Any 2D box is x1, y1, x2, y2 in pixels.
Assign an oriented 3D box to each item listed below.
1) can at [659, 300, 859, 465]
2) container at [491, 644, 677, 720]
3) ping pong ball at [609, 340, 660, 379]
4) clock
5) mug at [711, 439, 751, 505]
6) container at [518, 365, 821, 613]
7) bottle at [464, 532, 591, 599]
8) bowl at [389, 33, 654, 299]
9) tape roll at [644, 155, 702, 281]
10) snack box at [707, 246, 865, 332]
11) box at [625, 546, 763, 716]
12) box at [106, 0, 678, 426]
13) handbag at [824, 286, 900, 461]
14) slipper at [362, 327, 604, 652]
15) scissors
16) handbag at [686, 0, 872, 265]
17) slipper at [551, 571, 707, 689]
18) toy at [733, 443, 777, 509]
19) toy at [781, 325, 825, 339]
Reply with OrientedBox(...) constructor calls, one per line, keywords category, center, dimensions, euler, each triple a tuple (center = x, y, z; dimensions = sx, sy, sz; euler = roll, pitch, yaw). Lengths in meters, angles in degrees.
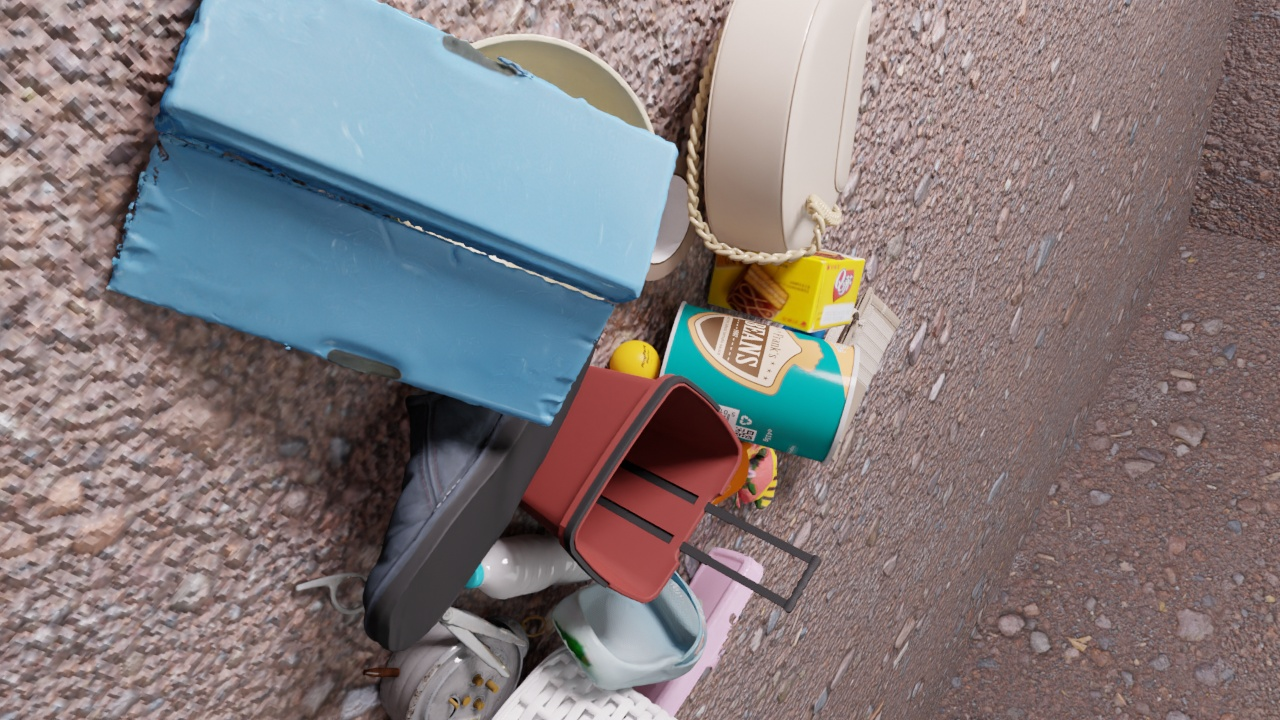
OrientedBox(category="can", center=(0.091, 0.018, 0.740), dimensions=(0.099, 0.144, 0.099), euler=(17, 88, -85))
OrientedBox(category="container", center=(-0.034, 0.352, 0.715), dimensions=(0.189, 0.187, 0.190), euler=(-51, 162, -23))
OrientedBox(category="ping pong ball", center=(-0.004, 0.004, 0.721), dimensions=(0.040, 0.040, 0.040), euler=(-31, 133, -41))
OrientedBox(category="clock", center=(-0.127, 0.228, 0.673), dimensions=(0.147, 0.056, 0.104), euler=(-25, 129, -43))
OrientedBox(category="mug", center=(0.048, 0.091, 0.788), dimensions=(0.095, 0.113, 0.077), euler=(-21, 82, -47))
OrientedBox(category="container", center=(0.012, 0.092, 0.639), dimensions=(0.148, 0.201, 0.127), euler=(-56, 135, -15))
OrientedBox(category="bottle", center=(-0.083, 0.154, 0.699), dimensions=(0.136, 0.044, 0.044), euler=(6, 104, -55))
OrientedBox(category="bowl", center=(-0.071, -0.099, 0.514), dimensions=(0.150, 0.075, 0.151), euler=(-5, 103, -22))
OrientedBox(category="tape roll", center=(0.006, -0.108, 0.676), dimensions=(0.093, 0.030, 0.094), euler=(-31, 133, -41))
OrientedBox(category="snack box", center=(0.126, -0.069, 0.798), dimensions=(0.083, 0.106, 0.061), euler=(-11, 115, -52))
OrientedBox(category="box", center=(0.062, 0.302, 0.962), dimensions=(0.101, 0.111, 0.201), euler=(48, 67, -27))
OrientedBox(category="box", center=(-0.105, -0.069, 0.435), dimensions=(0.231, 0.060, 0.175), euler=(19, 96, -26))
OrientedBox(category="handbag", center=(0.203, 0.002, 0.952), dimensions=(0.175, 0.062, 0.198), euler=(-64, 160, -5))
OrientedBox(category="slipper", center=(-0.110, 0.051, 0.573), dimensions=(0.109, 0.083, 0.264), euler=(105, 11, -53))
OrientedBox(category="scissors", center=(-0.145, 0.169, 0.602), dimensions=(0.130, 0.014, 0.153), euler=(-29, 103, -39))
OrientedBox(category="handbag", center=(0.121, -0.188, 0.702), dimensions=(0.208, 0.103, 0.211), euler=(-46, 144, -52))
OrientedBox(category="slipper", center=(0.008, 0.213, 0.769), dimensions=(0.074, 0.104, 0.245), euler=(-44, 160, 10))
OrientedBox(category="toy", center=(0.121, 0.118, 0.960), dimensions=(0.103, 0.046, 0.084), euler=(49, 46, -64))
OrientedBox(category="toy", center=(0.112, 0.005, 0.857), dimensions=(0.176, 0.071, 0.113), euler=(6, 108, -52))
